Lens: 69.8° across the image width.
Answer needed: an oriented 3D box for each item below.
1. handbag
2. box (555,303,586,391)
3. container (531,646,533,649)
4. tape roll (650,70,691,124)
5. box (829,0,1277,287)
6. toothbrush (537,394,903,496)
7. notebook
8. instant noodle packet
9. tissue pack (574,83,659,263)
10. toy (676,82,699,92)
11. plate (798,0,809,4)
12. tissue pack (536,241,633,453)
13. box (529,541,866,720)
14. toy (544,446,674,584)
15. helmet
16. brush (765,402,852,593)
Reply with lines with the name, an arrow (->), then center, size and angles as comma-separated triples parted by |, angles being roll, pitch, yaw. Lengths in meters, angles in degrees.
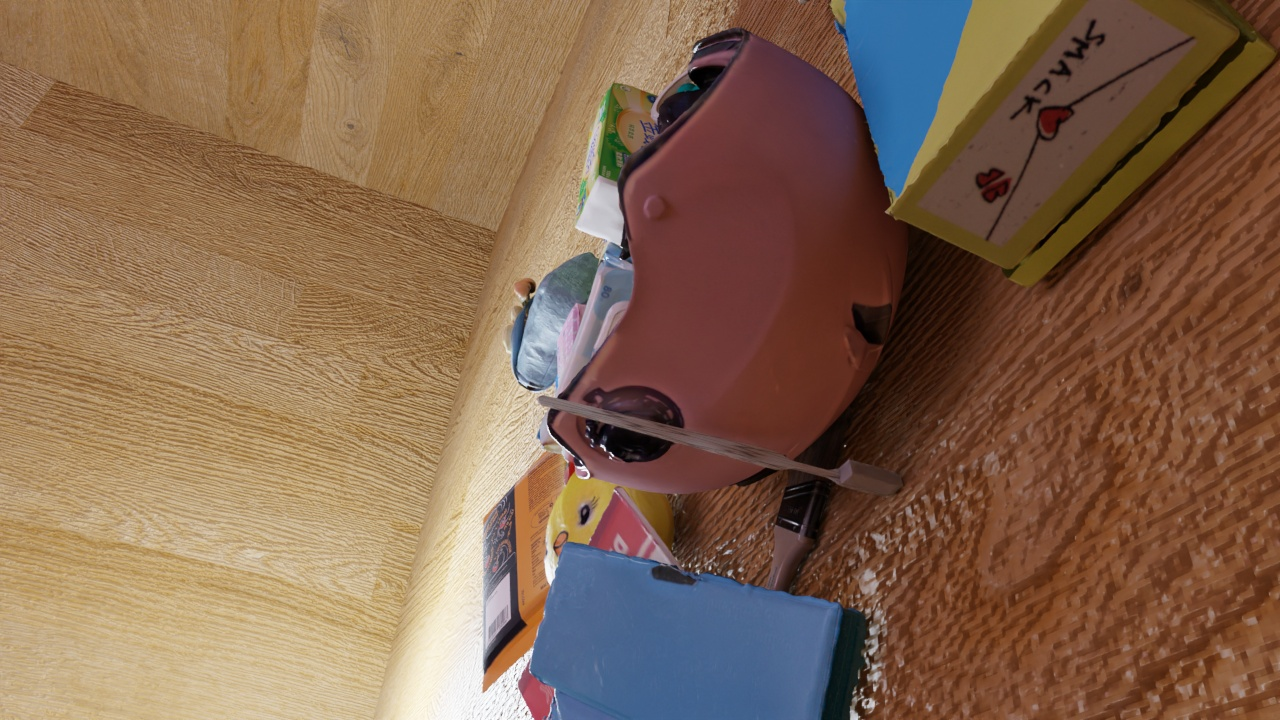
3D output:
handbag -> -0.107, -0.056, 1.145 | 0.121, 0.118, 0.192 | -45, -11, -44
box -> -0.077, 0.072, 1.018 | 0.160, 0.035, 0.230 | 120, 151, -52
container -> -0.105, 0.241, 0.956 | 0.080, 0.049, 0.129 | -102, 33, -62
tape roll -> 0.051, -0.287, 0.986 | 0.093, 0.013, 0.092 | -31, 33, 23
box -> 0.158, -0.153, 0.408 | 0.125, 0.081, 0.220 | -56, 18, 37
toothbrush -> 0.041, 0.037, 0.408 | 0.010, 0.181, 0.010 | -54, 28, 42
notebook -> -0.015, 0.210, 0.602 | 0.153, 0.012, 0.209 | 49, 127, 37
instant noodle packet -> -0.106, 0.181, 0.881 | 0.160, 0.032, 0.220 | -47, 30, 23
tissue pack -> -0.017, -0.195, 1.035 | 0.142, 0.120, 0.197 | 121, 167, -45
toy -> 0.068, -0.208, 0.829 | 0.131, 0.072, 0.193 | 119, 152, -43
plate -> 0.137, -0.361, 0.668 | 0.188, 0.027, 0.188 | 21, -91, -80
tissue pack -> -0.004, 0.004, 0.741 | 0.070, 0.112, 0.182 | -91, 21, -74
box -> 0.009, 0.196, 0.489 | 0.232, 0.033, 0.174 | -4, 68, 52
toy -> -0.018, 0.158, 0.678 | 0.134, 0.092, 0.207 | 129, 143, -49
helmet -> 0.051, -0.034, 0.496 | 0.229, 0.152, 0.256 | -74, 6, -60
brush -> 0.086, 0.093, 0.509 | 0.039, 0.012, 0.151 | 178, 109, -75
